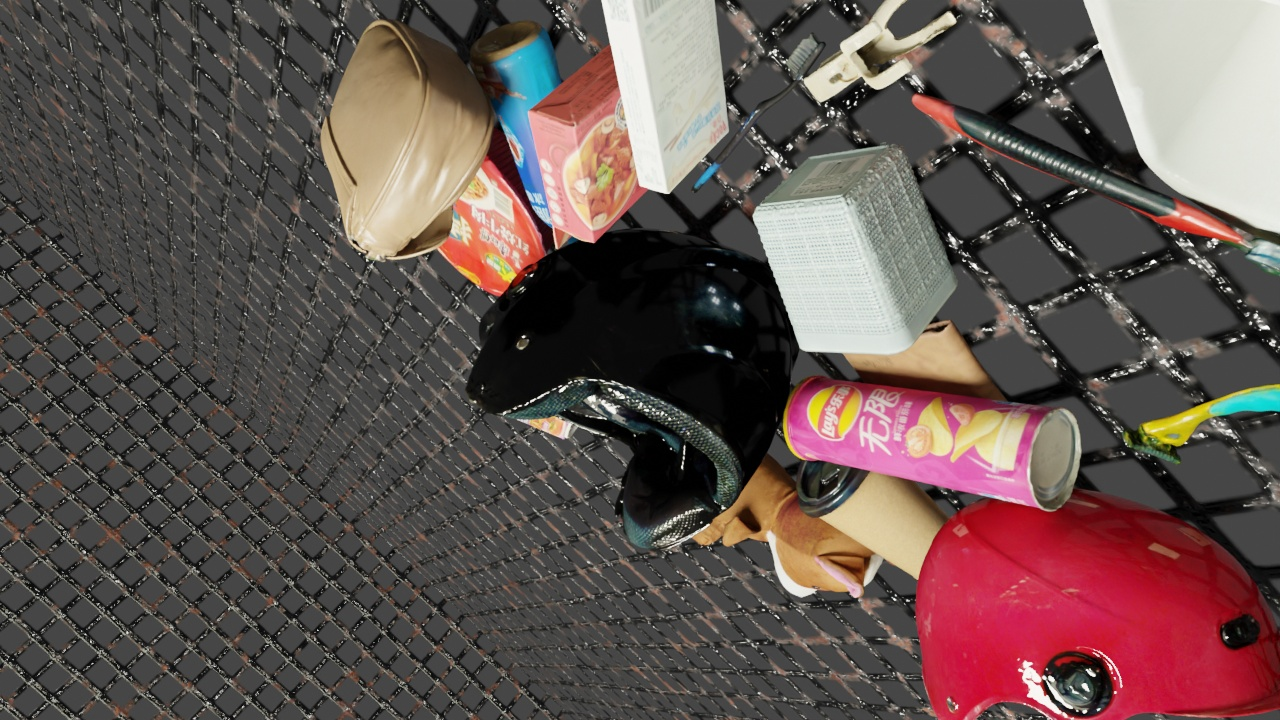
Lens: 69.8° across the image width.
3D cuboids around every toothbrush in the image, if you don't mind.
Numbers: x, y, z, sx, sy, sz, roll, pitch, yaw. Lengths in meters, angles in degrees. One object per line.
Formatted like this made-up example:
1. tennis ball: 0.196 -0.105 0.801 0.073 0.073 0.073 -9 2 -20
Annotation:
1. toothbrush: 0.075 -0.166 0.643 0.016 0.014 0.190 45 151 -3

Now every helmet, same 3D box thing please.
1. helmet: 0.304 0.159 0.638 0.241 0.206 0.144 -14 88 41
2. helmet: -0.004 0.004 0.749 0.275 0.229 0.233 22 158 49

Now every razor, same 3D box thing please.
1. razor: 0.359 0.034 0.552 0.043 0.028 0.133 22 156 -12

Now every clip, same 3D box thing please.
1. clip: 0.141 -0.186 0.532 0.035 0.092 0.103 47 -174 -10

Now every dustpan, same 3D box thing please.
1. dustpan: 0.285 -0.061 0.342 0.223 0.257 0.143 33 130 31

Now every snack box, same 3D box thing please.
1. snack box: 0.019 -0.197 0.596 0.027 0.084 0.157 22 145 30
2. snack box: -0.022 -0.153 0.674 0.044 0.113 0.127 25 147 25

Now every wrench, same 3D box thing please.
1. wrench: 0.261 -0.084 0.480 0.273 0.056 0.016 37 108 30

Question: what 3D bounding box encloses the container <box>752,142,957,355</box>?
1. container: 0.140 -0.075 0.611 0.090 0.089 0.111 4 131 47

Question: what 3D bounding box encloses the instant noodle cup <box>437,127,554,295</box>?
1. instant noodle cup: -0.143 -0.151 0.869 0.194 0.065 0.194 32 150 21

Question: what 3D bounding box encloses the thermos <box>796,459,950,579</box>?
1. thermos: 0.208 0.126 0.802 0.143 0.092 0.093 38 152 -10

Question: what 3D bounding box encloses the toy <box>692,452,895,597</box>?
1. toy: 0.147 0.167 0.892 0.200 0.139 0.131 17 115 31

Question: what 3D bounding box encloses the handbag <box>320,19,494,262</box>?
1. handbag: -0.180 -0.172 0.712 0.099 0.148 0.204 21 -156 -36

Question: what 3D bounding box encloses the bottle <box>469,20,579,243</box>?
1. bottle: -0.072 -0.166 0.764 0.065 0.065 0.219 16 141 38

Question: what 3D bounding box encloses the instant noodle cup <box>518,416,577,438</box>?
1. instant noodle cup: -0.104 0.030 1.030 0.099 0.111 0.112 29 149 4

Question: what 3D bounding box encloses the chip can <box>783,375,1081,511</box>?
1. chip can: 0.207 0.056 0.680 0.211 0.071 0.071 8 136 51

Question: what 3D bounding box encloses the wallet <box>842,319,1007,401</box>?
1. wallet: 0.221 0.019 0.709 0.101 0.020 0.115 51 152 -13
